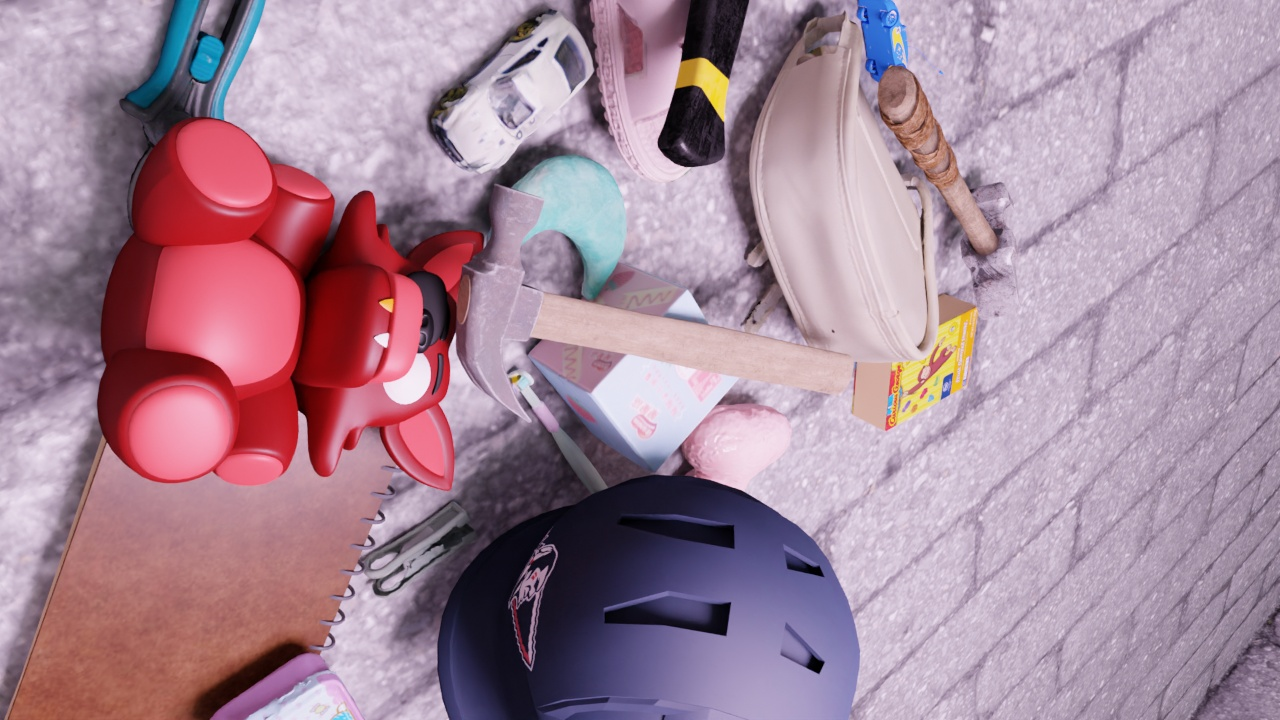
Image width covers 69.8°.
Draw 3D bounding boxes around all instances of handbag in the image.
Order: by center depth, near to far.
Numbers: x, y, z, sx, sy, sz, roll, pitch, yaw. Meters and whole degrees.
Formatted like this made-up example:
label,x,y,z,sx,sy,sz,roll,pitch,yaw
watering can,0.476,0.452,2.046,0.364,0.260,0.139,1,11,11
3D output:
label,x,y,z,sx,sy,sz,roll,pitch,yaw
handbag,0.144,-0.115,0.704,0.229,0.132,0.183,46,54,-47

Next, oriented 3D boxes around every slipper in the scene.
label,x,y,z,sx,sy,sz,roll,pitch,yaw
slipper,0.017,-0.221,0.526,0.094,0.064,0.240,-40,130,-40

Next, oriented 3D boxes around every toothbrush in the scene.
label,x,y,z,sx,sy,sz,roll,pitch,yaw
toothbrush,-0.054,0.060,0.655,0.022,0.015,0.155,-21,132,11

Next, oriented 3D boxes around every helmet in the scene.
label,x,y,z,sx,sy,sz,roll,pitch,yaw
helmet,0.004,0.181,0.594,0.223,0.272,0.231,87,10,-51

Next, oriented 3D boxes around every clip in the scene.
label,x,y,z,sx,sy,sz,roll,pitch,yaw
clip,-0.146,0.125,0.604,0.075,0.023,0.044,-33,128,-26

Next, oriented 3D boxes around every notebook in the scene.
label,x,y,z,sx,sy,sz,roll,pitch,yaw
notebook,-0.237,0.120,0.522,0.167,0.024,0.225,17,100,-43

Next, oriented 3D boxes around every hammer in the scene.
label,x,y,z,sx,sy,sz,roll,pitch,yaw
hammer,0.054,-0.258,0.499,0.169,0.034,0.324,24,74,-48
hammer,0.029,-0.012,0.577,0.330,0.031,0.119,9,102,-43
hammer,0.248,-0.134,0.724,0.318,0.049,0.121,27,58,-54

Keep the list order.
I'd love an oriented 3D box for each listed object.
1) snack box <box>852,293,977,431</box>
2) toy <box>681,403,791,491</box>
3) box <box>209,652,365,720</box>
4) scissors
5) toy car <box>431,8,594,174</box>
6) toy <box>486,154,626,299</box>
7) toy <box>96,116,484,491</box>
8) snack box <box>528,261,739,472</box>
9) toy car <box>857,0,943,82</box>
label,x,y,z,sx,sy,sz,roll,pitch,yaw
snack box,0.263,0.000,0.880,0.125,0.040,0.088,-23,124,-31
toy,0.071,0.081,0.751,0.108,0.053,0.105,4,119,-42
box,-0.203,0.268,0.592,0.076,0.033,0.214,-32,140,-26
scissors,-0.212,-0.131,0.420,0.136,0.019,0.138,-36,132,-19
toy car,-0.069,-0.151,0.523,0.105,0.033,0.048,-47,135,-11
toy,-0.048,-0.086,0.572,0.105,0.033,0.085,12,102,-48
toy,-0.159,-0.015,0.457,0.197,0.121,0.158,14,77,-48
snack box,-0.004,0.004,0.624,0.094,0.079,0.093,-48,132,-14
toy car,0.205,-0.248,0.705,0.061,0.033,0.092,-35,130,-14
